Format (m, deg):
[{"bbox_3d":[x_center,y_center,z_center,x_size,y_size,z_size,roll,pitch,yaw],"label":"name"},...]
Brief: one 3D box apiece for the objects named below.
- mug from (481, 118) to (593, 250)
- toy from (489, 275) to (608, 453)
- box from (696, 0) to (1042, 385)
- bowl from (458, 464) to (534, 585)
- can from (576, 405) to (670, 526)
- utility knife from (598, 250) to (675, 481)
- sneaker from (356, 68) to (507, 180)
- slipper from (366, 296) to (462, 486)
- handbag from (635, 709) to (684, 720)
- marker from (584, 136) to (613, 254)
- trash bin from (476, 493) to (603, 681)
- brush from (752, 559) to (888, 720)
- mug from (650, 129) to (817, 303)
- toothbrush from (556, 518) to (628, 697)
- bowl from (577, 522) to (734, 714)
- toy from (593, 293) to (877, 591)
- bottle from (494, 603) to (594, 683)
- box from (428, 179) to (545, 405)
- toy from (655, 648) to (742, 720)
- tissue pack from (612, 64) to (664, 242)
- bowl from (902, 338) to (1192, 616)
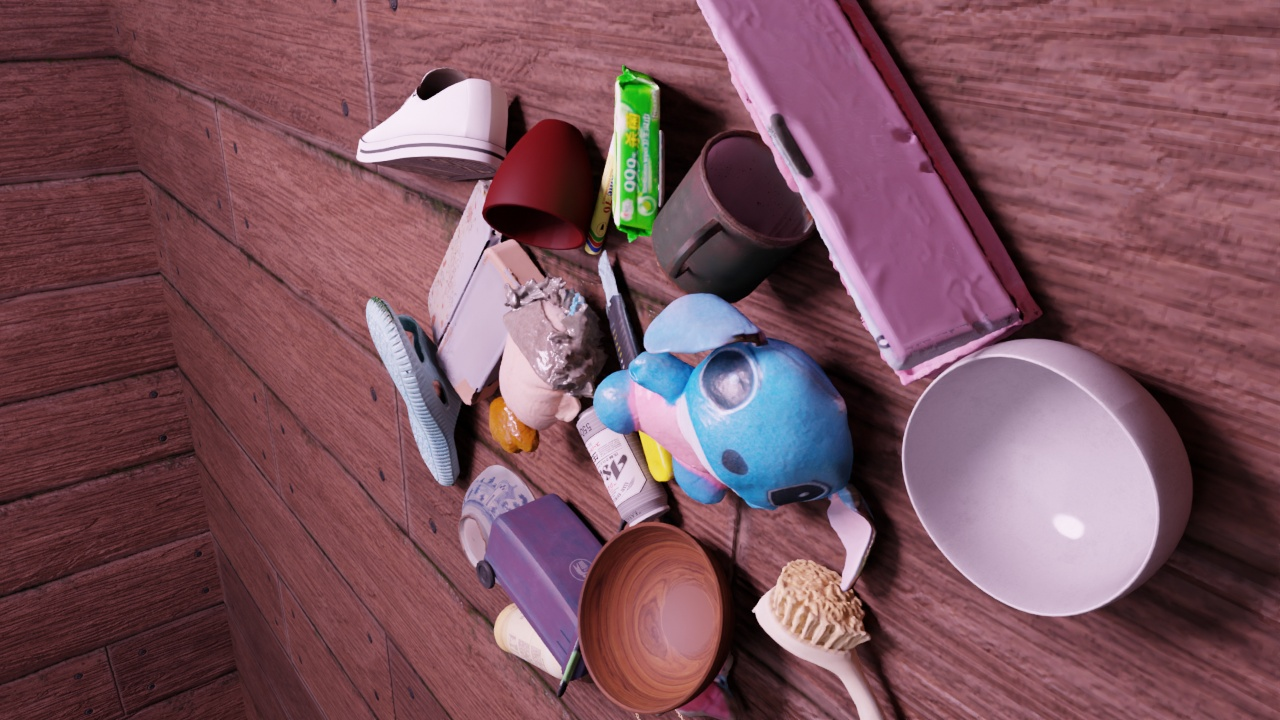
[{"bbox_3d":[-0.075,-0.144,0.761,0.114,0.087,0.088,78,-156,-74],"label":"mug"},{"bbox_3d":[-0.086,0.012,0.816,0.176,0.076,0.132,-59,47,31],"label":"toy"},{"bbox_3d":[0.100,-0.096,0.498,0.099,0.114,0.232,-41,70,53],"label":"box"},{"bbox_3d":[-0.164,0.195,1.026,0.151,0.056,0.151,25,123,47],"label":"bowl"},{"bbox_3d":[-0.015,0.088,0.791,0.106,0.043,0.044,62,143,15],"label":"can"},{"bbox_3d":[-0.005,0.004,0.764,0.029,0.020,0.198,-15,92,54],"label":"utility knife"},{"bbox_3d":[-0.203,-0.233,0.892,0.246,0.091,0.097,13,95,56],"label":"sneaker"},{"bbox_3d":[-0.243,0.038,1.059,0.116,0.069,0.277,49,156,41],"label":"slipper"},{"bbox_3d":[0.024,0.348,0.867,0.178,0.027,0.084,54,141,34],"label":"handbag"},{"bbox_3d":[-0.024,-0.143,0.736,0.014,0.014,0.133,48,138,32],"label":"marker"},{"bbox_3d":[-0.073,0.217,0.883,0.161,0.093,0.092,45,136,31],"label":"trash bin"},{"bbox_3d":[0.162,0.262,0.619,0.272,0.061,0.078,62,148,9],"label":"brush"},{"bbox_3d":[0.050,-0.081,0.578,0.085,0.110,0.081,47,143,4],"label":"mug"},{"bbox_3d":[-0.033,0.201,0.796,0.017,0.014,0.187,13,75,39],"label":"toothbrush"},{"bbox_3d":[0.025,0.210,0.750,0.148,0.068,0.147,-15,66,37],"label":"bowl"},{"bbox_3d":[0.067,0.055,0.627,0.224,0.098,0.192,51,150,-16],"label":"toy"},{"bbox_3d":[-0.094,0.301,0.974,0.162,0.056,0.056,0,103,53],"label":"bottle"},{"bbox_3d":[-0.168,-0.064,0.944,0.217,0.063,0.157,-50,52,50],"label":"box"},{"bbox_3d":[0.040,0.272,0.789,0.103,0.050,0.065,-3,80,26],"label":"toy"},{"bbox_3d":[-0.003,-0.148,0.649,0.099,0.034,0.114,-97,8,-70],"label":"tissue pack"},{"bbox_3d":[0.205,0.053,0.458,0.132,0.064,0.132,26,123,47],"label":"bowl"}]
